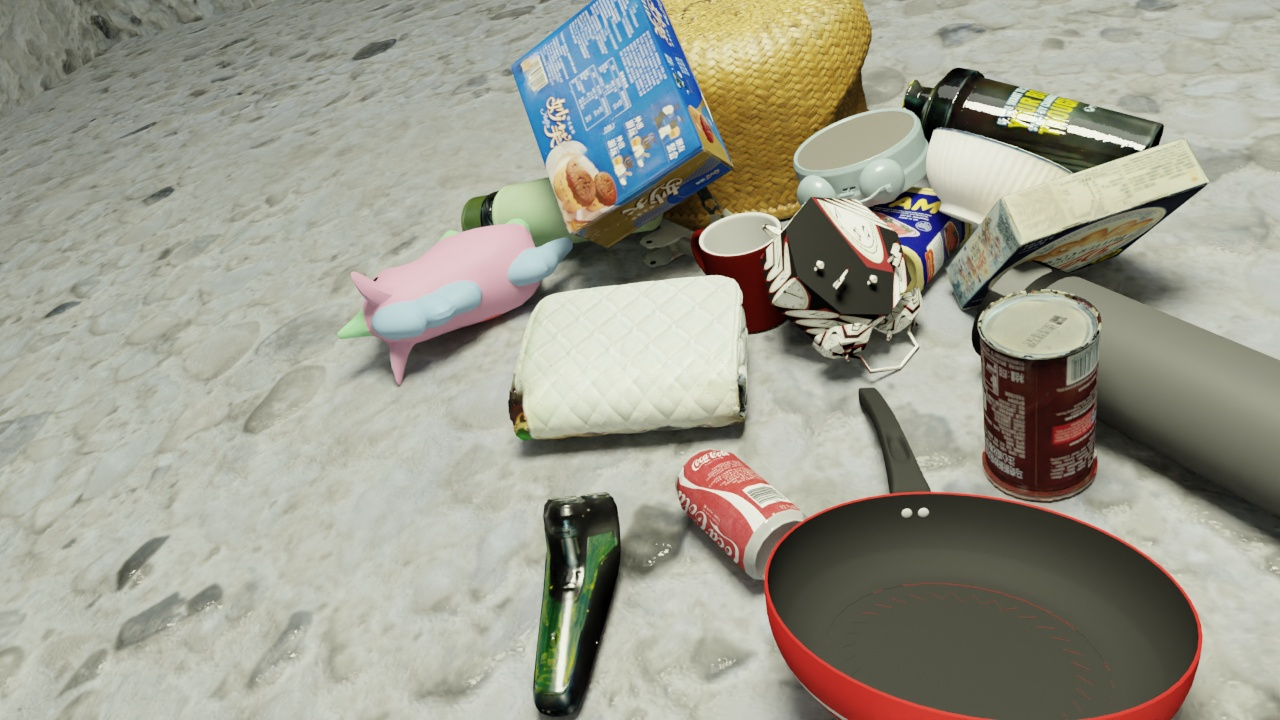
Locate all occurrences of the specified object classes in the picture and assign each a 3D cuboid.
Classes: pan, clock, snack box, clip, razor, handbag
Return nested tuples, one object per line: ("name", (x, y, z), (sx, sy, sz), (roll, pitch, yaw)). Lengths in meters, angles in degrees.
("pan", (0.172, 0.106, 0.551), (0.209, 0.067, 0.355), (-2, 19, 2))
("clock", (0.172, -0.062, 0.739), (0.114, 0.065, 0.154), (-24, 76, -28))
("snack box", (-0.022, -0.237, 0.884), (0.155, 0.069, 0.202), (-29, 69, 25))
("snack box", (0.254, 0.023, 0.586), (0.072, 0.121, 0.072), (-12, 35, 9))
("snack box", (0.328, -0.101, 0.710), (0.144, 0.145, 0.042), (-19, 74, -2))
("clip", (0.029, -0.115, 0.966), (0.058, 0.050, 0.102), (-39, 39, -16))
("razor", (-0.048, 0.150, 0.593), (0.054, 0.067, 0.151), (-9, 44, 18))
("clock", (0.201, -0.180, 0.848), (0.123, 0.045, 0.158), (-8, 33, 30))
("handbag", (-0.004, 0.004, 0.766), (0.195, 0.072, 0.138), (-5, 46, 16))

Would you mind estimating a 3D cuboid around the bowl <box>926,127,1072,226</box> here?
("bowl", (0.288, -0.143, 0.761), (0.118, 0.062, 0.118), (20, 12, -5))

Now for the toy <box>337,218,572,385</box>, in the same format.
("toy", (-0.180, -0.075, 0.921), (0.222, 0.120, 0.170), (-12, 26, 9))

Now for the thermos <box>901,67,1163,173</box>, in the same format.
("thermos", (0.364, -0.213, 0.869), (0.221, 0.098, 0.097), (23, 51, 29))

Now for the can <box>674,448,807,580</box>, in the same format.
("can", (0.067, 0.101, 0.618), (0.054, 0.054, 0.096), (-30, 37, -17))

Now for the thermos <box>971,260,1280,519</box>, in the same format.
("thermos", (0.335, 0.011, 0.600), (0.082, 0.082, 0.240), (-29, 37, -16))

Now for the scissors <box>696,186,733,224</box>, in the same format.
("scissors", (0.066, -0.142, 0.905), (0.171, 0.013, 0.121), (34, 68, 8))

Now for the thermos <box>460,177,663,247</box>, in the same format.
("thermos", (-0.092, -0.160, 1.003), (0.232, 0.082, 0.082), (-5, 37, 30))

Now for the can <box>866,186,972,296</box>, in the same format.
("can", (0.226, -0.111, 0.835), (0.116, 0.057, 0.092), (17, 49, 39))

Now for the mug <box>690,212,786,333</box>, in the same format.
("mug", (0.086, -0.084, 0.833), (0.073, 0.083, 0.106), (-36, 40, -25))

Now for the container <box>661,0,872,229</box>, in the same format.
("container", (0.106, -0.304, 1.029), (0.307, 0.197, 0.306), (-12, 34, 8))
